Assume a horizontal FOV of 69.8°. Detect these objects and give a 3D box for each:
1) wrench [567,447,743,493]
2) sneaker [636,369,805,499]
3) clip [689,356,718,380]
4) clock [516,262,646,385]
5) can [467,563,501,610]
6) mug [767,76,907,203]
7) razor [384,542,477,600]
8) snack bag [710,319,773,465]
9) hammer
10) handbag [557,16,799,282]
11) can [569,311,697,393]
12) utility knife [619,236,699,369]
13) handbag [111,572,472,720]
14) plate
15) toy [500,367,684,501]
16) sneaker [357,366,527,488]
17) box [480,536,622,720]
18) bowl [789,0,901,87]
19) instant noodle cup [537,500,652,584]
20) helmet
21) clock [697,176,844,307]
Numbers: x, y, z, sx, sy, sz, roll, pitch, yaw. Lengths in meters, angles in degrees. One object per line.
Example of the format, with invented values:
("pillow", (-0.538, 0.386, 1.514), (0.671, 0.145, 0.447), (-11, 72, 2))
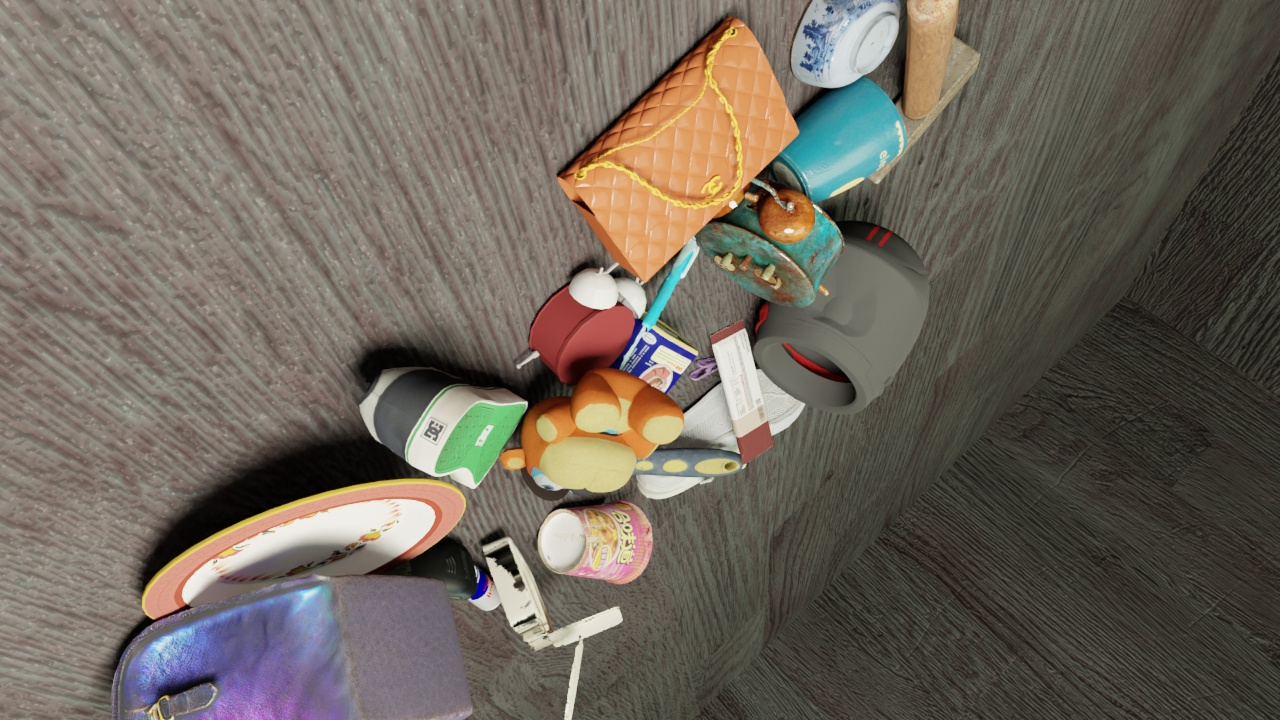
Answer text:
("wrench", (0.008, 0.110, 0.984), (0.272, 0.022, 0.073), (6, 110, -37))
("sneaker", (0.094, 0.092, 1.118), (0.241, 0.089, 0.091), (-28, 153, -22))
("clip", (0.076, 0.008, 1.046), (0.051, 0.013, 0.035), (-15, 141, -52))
("clock", (-0.043, -0.032, 0.770), (0.125, 0.044, 0.087), (-54, 153, 15))
("can", (-0.174, 0.237, 0.966), (0.032, 0.032, 0.095), (-41, 154, -12))
("mug", (0.170, -0.191, 0.843), (0.104, 0.084, 0.112), (-37, -178, -8))
("razor", (-0.211, 0.202, 0.852), (0.067, 0.054, 0.151), (-31, 157, 30))
("snack bag", (0.116, 0.037, 1.045), (0.056, 0.013, 0.158), (-28, 109, -37))
("hammer", (0.252, -0.262, 0.826), (0.158, 0.037, 0.300), (-50, 167, 7))
("handbag", (0.033, -0.155, 0.684), (0.172, 0.060, 0.109), (-44, 135, -6))
("can", (-0.005, 0.005, 0.868), (0.092, 0.056, 0.116), (-52, 154, 7))
("utility knife", (0.017, -0.050, 0.806), (0.022, 0.015, 0.151), (94, 22, -58))
("handbag", (-0.265, 0.252, 0.707), (0.222, 0.125, 0.205), (-22, 160, 13))
("plate", (-0.242, 0.137, 0.678), (0.229, 0.021, 0.230), (-22, 158, -9))
("toy", (-0.046, 0.065, 0.773), (0.112, 0.096, 0.177), (12, 158, -29))
("sneaker", (-0.148, 0.044, 0.703), (0.084, 0.079, 0.235), (-60, 173, -6))
("box", (-0.074, 0.272, 0.956), (0.106, 0.193, 0.144), (-23, 156, -8))
("bowl", (0.181, -0.274, 0.767), (0.114, 0.045, 0.114), (-36, 152, -23))
("instant noodle cup", (-0.056, 0.206, 1.044), (0.108, 0.097, 0.098), (16, 115, -53))
("helmet", (0.226, -0.060, 1.003), (0.169, 0.164, 0.265), (-58, 167, -15))
("clock", (0.107, -0.108, 0.804), (0.073, 0.121, 0.157), (-55, 145, -12))
